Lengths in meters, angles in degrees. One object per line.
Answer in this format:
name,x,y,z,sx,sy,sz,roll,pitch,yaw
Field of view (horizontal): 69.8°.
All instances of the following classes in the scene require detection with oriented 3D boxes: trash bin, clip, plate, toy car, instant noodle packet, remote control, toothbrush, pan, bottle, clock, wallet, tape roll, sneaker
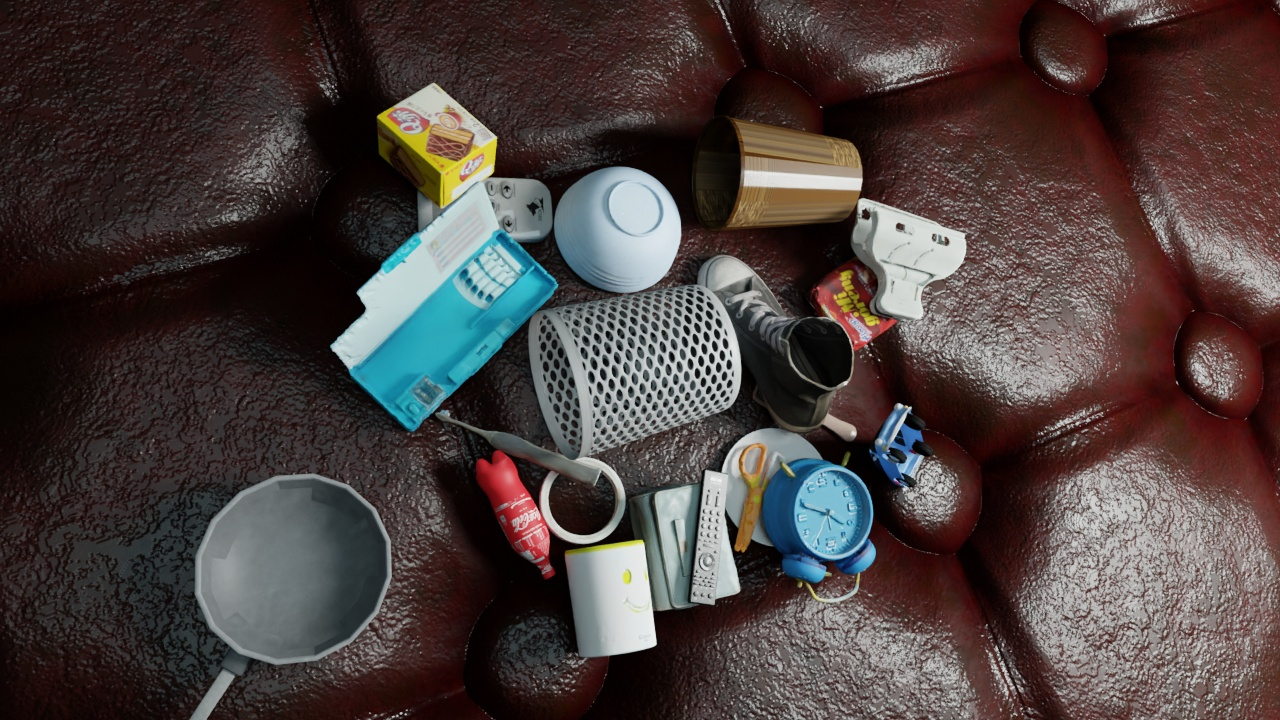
trash bin,-0.006,0.006,0.969,0.183,0.157,0.156,-14,80,-20
clip,0.317,-0.124,1.085,0.126,0.105,0.151,14,62,-13
plate,0.154,0.145,1.048,0.134,0.011,0.134,4,75,-14
toy car,0.290,0.098,1.036,0.055,0.153,0.056,25,77,31
instant noodle packet,0.273,-0.076,1.123,0.135,0.040,0.098,-33,93,-21
remote control,0.072,0.186,0.968,0.030,0.009,0.140,14,74,-23
toothbrush,-0.132,0.092,0.973,0.185,0.022,0.024,21,40,0
pan,-0.374,0.274,0.860,0.178,0.041,0.356,31,70,-5
bottle,-0.127,0.162,0.954,0.041,0.042,0.141,-27,84,-20
clock,0.201,0.184,1.010,0.116,0.060,0.161,-9,86,-22
wallet,0.048,0.199,0.989,0.100,0.054,0.131,-11,84,-16
tape roll,-0.063,0.151,0.989,0.093,0.013,0.093,4,75,-14
remote control,-0.175,-0.172,1.039,0.151,0.019,0.074,-1,76,-15
sneaker,0.149,-0.040,1.032,0.095,0.120,0.234,-18,69,-19

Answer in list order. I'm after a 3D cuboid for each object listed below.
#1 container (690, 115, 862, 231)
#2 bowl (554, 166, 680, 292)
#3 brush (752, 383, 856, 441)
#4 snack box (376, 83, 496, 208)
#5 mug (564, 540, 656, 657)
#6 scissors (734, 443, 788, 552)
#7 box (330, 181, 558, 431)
container,0.163,-0.216,1.088,0.167,0.132,0.132,-1,76,-21
bowl,-0.017,-0.159,1.043,0.150,0.075,0.150,5,73,-18
brush,0.198,0.056,1.081,0.135,0.015,0.049,30,70,-6
snack box,-0.224,-0.237,1.008,0.106,0.061,0.083,41,62,12
mug,-0.030,0.242,0.937,0.082,0.083,0.106,-5,78,-16
scissors,0.131,0.156,1.026,0.065,0.013,0.128,20,71,-9
box,-0.214,-0.059,0.964,0.226,0.084,0.171,-47,125,-17
